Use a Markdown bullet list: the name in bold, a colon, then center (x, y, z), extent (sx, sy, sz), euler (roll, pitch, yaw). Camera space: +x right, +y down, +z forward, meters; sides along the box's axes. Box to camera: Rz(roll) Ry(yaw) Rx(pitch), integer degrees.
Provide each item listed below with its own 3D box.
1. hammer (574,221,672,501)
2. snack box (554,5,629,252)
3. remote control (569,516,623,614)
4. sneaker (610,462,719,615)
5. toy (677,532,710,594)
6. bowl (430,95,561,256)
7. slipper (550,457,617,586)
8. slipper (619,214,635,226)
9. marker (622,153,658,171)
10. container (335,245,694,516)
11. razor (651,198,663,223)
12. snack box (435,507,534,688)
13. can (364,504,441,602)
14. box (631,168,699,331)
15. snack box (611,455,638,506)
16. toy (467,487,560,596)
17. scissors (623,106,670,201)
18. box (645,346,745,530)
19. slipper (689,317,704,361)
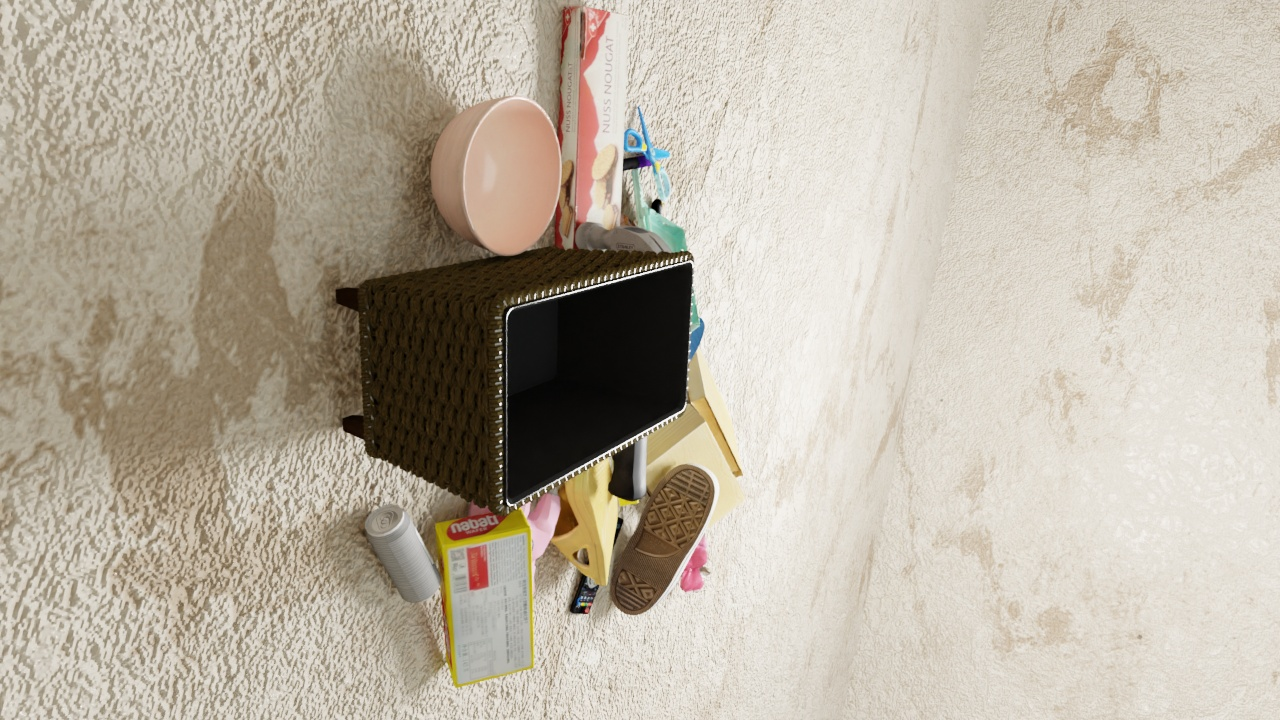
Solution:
- **hammer**: center (-0.016, 0.007, 1.032), extent (0.035, 0.139, 0.313), euler (-15, 113, -49)
- **snack box**: center (-0.055, -0.255, 1.045), extent (0.076, 0.044, 0.273), euler (-9, 108, -44)
- **remote control**: center (-0.062, 0.280, 1.263), extent (0.045, 0.021, 0.140), euler (31, 78, -59)
- **sneaker**: center (0.047, 0.257, 1.336), extent (0.097, 0.091, 0.246), euler (-11, 127, -65)
- **toy**: center (0.081, 0.334, 1.520), extent (0.065, 0.050, 0.102), euler (-12, 106, -23)
- **bowl**: center (-0.149, -0.180, 0.884), extent (0.152, 0.076, 0.153), euler (-31, 127, -53)
- **slipper**: center (-0.075, 0.183, 1.136), extent (0.264, 0.078, 0.099), euler (83, 17, -49)
- **slipper**: center (-0.026, -0.086, 1.138), extent (0.093, 0.082, 0.197), euler (42, 61, -59)
- **marker**: center (-0.015, -0.251, 1.166), extent (0.133, 0.015, 0.018), euler (-28, 111, -55)
- **container**: center (-0.114, -0.010, 0.869), extent (0.320, 0.205, 0.176), euler (-23, 119, -57)
- **razor**: center (0.027, -0.151, 1.265), extent (0.021, 0.044, 0.144), euler (-9, 108, -17)
- **snack box**: center (-0.163, 0.254, 0.978), extent (0.092, 0.042, 0.201), euler (-9, 120, -21)
- **can**: center (-0.231, 0.190, 0.898), extent (0.043, 0.044, 0.107), euler (-53, 142, -39)
- **box**: center (0.021, -0.136, 1.148), extent (0.138, 0.055, 0.186), euler (42, 29, -38)
- **snack box**: center (-0.023, 0.119, 1.189), extent (0.148, 0.025, 0.061), euler (-99, -179, -61)
- **toy**: center (-0.148, 0.208, 1.034), extent (0.123, 0.067, 0.157), euler (18, 89, -59)
- **scissors**: center (0.012, -0.264, 1.174), extent (0.125, 0.013, 0.127), euler (-21, 100, -60)
- **box**: center (0.090, 0.128, 1.410), extent (0.248, 0.119, 0.252), euler (61, 41, -51)
- **slipper**: center (-0.007, 0.007, 1.187), extent (0.293, 0.060, 0.118), euler (-35, 154, -50)
